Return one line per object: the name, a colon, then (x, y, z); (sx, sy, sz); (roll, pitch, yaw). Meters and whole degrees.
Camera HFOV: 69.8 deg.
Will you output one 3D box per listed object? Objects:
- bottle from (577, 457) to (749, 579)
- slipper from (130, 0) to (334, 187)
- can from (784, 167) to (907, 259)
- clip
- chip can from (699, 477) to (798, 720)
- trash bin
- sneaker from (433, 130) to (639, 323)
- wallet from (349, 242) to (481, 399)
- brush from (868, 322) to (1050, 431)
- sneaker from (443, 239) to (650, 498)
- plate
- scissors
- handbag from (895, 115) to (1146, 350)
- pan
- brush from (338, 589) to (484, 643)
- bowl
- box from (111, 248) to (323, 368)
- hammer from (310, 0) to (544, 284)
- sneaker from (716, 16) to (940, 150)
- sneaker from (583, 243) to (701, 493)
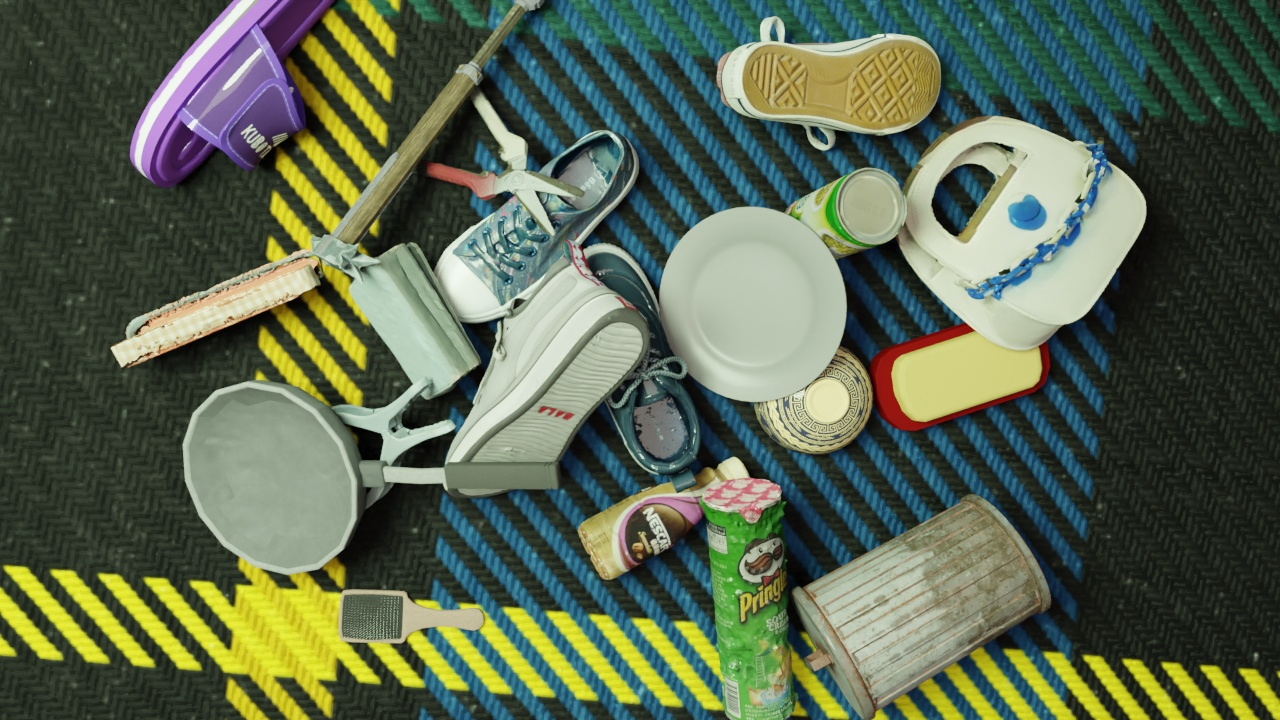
bottle: (0.026, 0.142, 0.859); (0.166, 0.060, 0.059); (-27, 94, -11)
slipper: (-0.320, -0.245, 0.795); (0.084, 0.107, 0.266); (37, 85, -5)
can: (0.179, -0.126, 0.823); (0.067, 0.121, 0.067); (1, 88, -14)
clip: (-0.258, 0.052, 0.822); (0.172, 0.029, 0.141); (-38, 93, 20)
chip can: (0.101, 0.223, 0.840); (0.075, 0.075, 0.223); (-8, 105, -4)
trash bin: (0.246, 0.227, 0.843); (0.211, 0.131, 0.131); (-29, 94, -4)
sneaker: (-0.092, -0.120, 0.826); (0.235, 0.079, 0.087); (-42, 94, -1)
wallet: (-0.198, -0.032, 0.814); (0.054, 0.101, 0.131); (-32, 95, -29)
brush: (0.309, 0.010, 0.880); (0.173, 0.042, 0.082); (-18, 94, -3)
sneaker: (-0.105, 0.015, 0.815); (0.096, 0.128, 0.264); (15, 125, -41)
plate: (0.101, -0.050, 0.841); (0.179, 0.012, 0.178); (5, 103, 25)
scissors: (-0.133, -0.179, 0.813); (0.194, 0.015, 0.179); (-9, 69, 21)
handbag: (0.340, -0.130, 0.839); (0.199, 0.093, 0.200); (35, 74, 4)
pan: (-0.234, 0.097, 0.789); (0.358, 0.041, 0.179); (-2, 104, 18)
brush: (-0.217, 0.244, 0.867); (0.135, 0.015, 0.050); (3, 92, -4)
bowl: (0.167, 0.036, 0.861); (0.112, 0.061, 0.112); (0, 93, -4)
box: (-0.372, -0.047, 0.817); (0.187, 0.083, 0.043); (-23, 108, -5)
hammer: (-0.185, -0.212, 0.812); (0.028, 0.147, 0.316); (41, 78, -36)
sneaker: (0.165, -0.252, 0.836); (0.240, 0.088, 0.118); (-7, 105, -27)
sneaker: (-0.005, 0.005, 0.834); (0.089, 0.087, 0.235); (-23, 93, -4)
